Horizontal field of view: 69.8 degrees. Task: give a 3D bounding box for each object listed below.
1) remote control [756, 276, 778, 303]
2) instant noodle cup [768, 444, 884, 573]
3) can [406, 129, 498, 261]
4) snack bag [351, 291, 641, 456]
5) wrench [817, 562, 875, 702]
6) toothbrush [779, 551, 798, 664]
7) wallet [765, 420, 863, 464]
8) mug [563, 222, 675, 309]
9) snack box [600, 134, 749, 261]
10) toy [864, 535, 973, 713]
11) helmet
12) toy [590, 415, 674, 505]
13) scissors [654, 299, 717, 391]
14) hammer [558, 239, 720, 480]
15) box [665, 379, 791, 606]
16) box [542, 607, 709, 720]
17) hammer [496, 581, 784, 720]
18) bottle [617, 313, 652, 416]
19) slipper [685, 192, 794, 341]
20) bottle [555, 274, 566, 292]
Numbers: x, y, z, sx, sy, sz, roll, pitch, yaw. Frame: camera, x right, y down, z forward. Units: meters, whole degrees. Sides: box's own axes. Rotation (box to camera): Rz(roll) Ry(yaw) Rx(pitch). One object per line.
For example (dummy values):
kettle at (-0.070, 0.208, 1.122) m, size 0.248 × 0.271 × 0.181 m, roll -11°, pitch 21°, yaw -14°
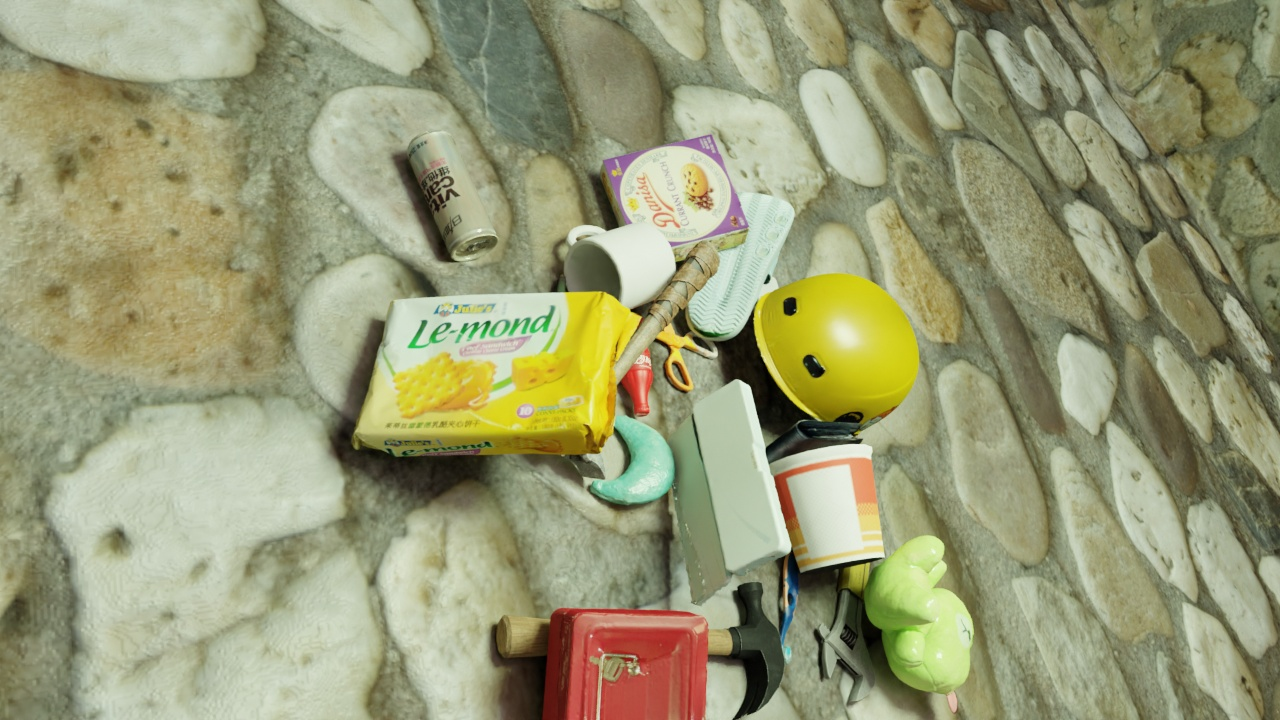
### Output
remote control at (0.179, -0.050, 1.215) m, size 0.045 × 0.008 × 0.146 m, roll 6°, pitch 60°, yaw -35°
instant noodle cup at (0.212, 0.170, 1.031) m, size 0.123 × 0.124 × 0.121 m, roll 4°, pitch 67°, yaw -36°
can at (-0.201, -0.176, 0.973) m, size 0.054 × 0.054 × 0.135 m, roll -13°, pitch 72°, yaw -41°
snack bag at (-0.128, 0.017, 0.825) m, size 0.247 × 0.068 × 0.159 m, roll -1°, pitch 51°, yaw 10°
wrench at (0.251, 0.261, 1.070) m, size 0.083 × 0.018 × 0.272 m, roll 35°, pitch 48°, yaw -15°
toothbrush at (0.161, 0.268, 0.999) m, size 0.021 × 0.017 × 0.134 m, roll 37°, pitch 47°, yaw -27°
wallet at (0.198, 0.104, 1.079) m, size 0.114 × 0.089 × 0.026 m, roll 4°, pitch 56°, yaw -34°
mug at (-0.033, -0.112, 1.040) m, size 0.121 × 0.091 × 0.089 m, roll 46°, pitch 43°, yaw 19°
snack box at (0.041, -0.195, 1.129) m, size 0.148 × 0.041 × 0.143 m, roll -16°, pitch 69°, yaw -9°
toy at (0.312, 0.293, 1.028) m, size 0.149 × 0.107 × 0.197 m, roll -64°, pitch 143°, yaw -47°
helmet at (0.256, -0.022, 1.127) m, size 0.239 × 0.140 × 0.209 m, roll 14°, pitch 53°, yaw -55°
toy at (-0.005, 0.108, 0.964) m, size 0.085 × 0.033 × 0.105 m, roll 19°, pitch 50°, yaw -10°
scissors at (0.045, -0.021, 1.094) m, size 0.128 × 0.011 × 0.125 m, roll -7°, pitch 69°, yaw -42°
hammer at (0.000, -0.020, 0.972) m, size 0.317 × 0.049 × 0.121 m, roll -52°, pitch 126°, yaw -33°
box at (0.076, 0.129, 0.918) m, size 0.040 × 0.135 × 0.196 m, roll 27°, pitch 40°, yaw -36°
box at (-0.015, 0.289, 0.775) m, size 0.129 × 0.093 × 0.157 m, roll 9°, pitch 78°, yaw -22°
hammer at (0.008, 0.271, 0.871) m, size 0.305 × 0.040 × 0.132 m, roll 12°, pitch 54°, yaw -31°
bottle at (-0.006, 0.006, 1.020) m, size 0.036 × 0.036 × 0.118 m, roll 10°, pitch 59°, yaw -33°
slipper at (0.119, -0.119, 1.160) m, size 0.104 × 0.074 × 0.244 m, roll 17°, pitch 59°, yaw 10°
bottle at (-0.091, -0.051, 0.999) m, size 0.025 × 0.025 × 0.105 m, roll 23°, pitch 52°, yaw -25°
